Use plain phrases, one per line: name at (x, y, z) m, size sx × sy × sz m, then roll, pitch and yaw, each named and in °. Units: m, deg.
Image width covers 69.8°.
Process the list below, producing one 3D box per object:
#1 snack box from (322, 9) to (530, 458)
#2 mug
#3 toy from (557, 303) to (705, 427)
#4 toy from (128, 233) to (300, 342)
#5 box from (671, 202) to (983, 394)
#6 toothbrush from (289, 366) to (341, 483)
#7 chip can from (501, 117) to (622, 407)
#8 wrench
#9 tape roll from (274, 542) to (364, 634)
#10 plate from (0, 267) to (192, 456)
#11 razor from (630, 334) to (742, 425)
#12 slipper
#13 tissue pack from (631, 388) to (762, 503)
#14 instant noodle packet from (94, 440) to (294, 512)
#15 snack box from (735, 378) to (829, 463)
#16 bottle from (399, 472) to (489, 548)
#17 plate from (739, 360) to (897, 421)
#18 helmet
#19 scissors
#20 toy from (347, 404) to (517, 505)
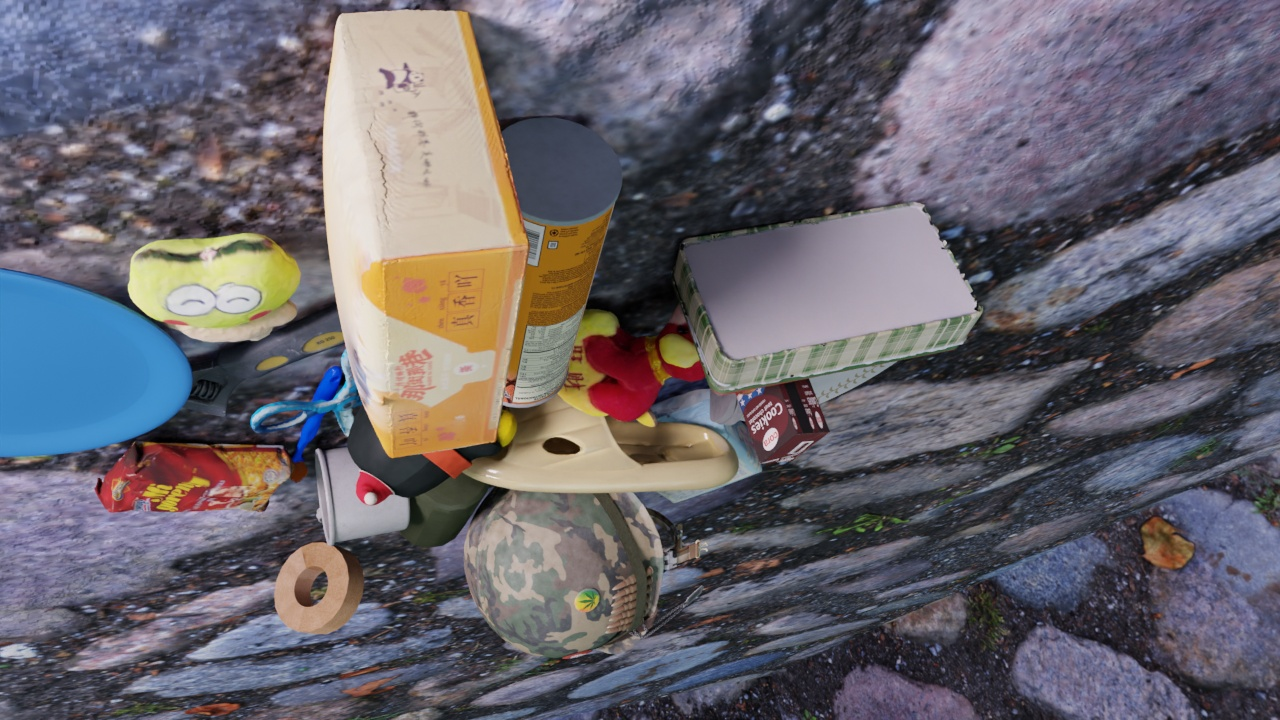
snack box at (-0.119, -0.054, 0.476) m, size 0.080 × 0.145 × 0.196 m, roll -8°, pitch 152°, yaw -18°
mug at (-0.249, 0.120, 0.813) m, size 0.070 × 0.084 × 0.113 m, roll -7°, pitch 159°, yaw -24°
toy at (-0.004, 0.004, 0.712) m, size 0.137 × 0.067 × 0.105 m, roll -12°, pitch 111°, yaw 12°
toy at (-0.248, -0.039, 0.545) m, size 0.092 × 0.046 × 0.115 m, roll -9°, pitch 161°, yaw -17°
box at (0.134, -0.048, 0.672) m, size 0.205 × 0.117 × 0.050 m, roll -12°, pitch 149°, yaw -14°
toothbrush at (-0.265, 0.055, 0.745) m, size 0.016 × 0.018 × 0.183 m, roll -14°, pitch 158°, yaw -38°
chip can at (-0.068, -0.051, 0.589) m, size 0.075 × 0.075 × 0.216 m, roll -8°, pitch 152°, yaw -18°
wrench at (-0.243, -0.011, 0.627) m, size 0.274 × 0.022 × 0.073 m, roll -21°, pitch 148°, yaw 10°
tape roll at (-0.344, 0.244, 0.983) m, size 0.094 × 0.094 × 0.027 m, roll -22°, pitch 153°, yaw 11°
plate at (-0.392, 0.000, 0.549) m, size 0.224 × 0.024 × 0.225 m, roll -9°, pitch 152°, yaw -5°
razor at (0.030, -0.001, 0.767) m, size 0.116 × 0.088 × 0.047 m, roll 15°, pitch 144°, yaw -16°
slipper at (-0.037, 0.060, 0.787) m, size 0.261 × 0.111 × 0.079 m, roll 5°, pitch 116°, yaw -12°
tissue pack at (0.053, 0.090, 0.946) m, size 0.112 × 0.070 × 0.182 m, roll -23°, pitch 155°, yaw 12°
instant noodle packet at (-0.362, 0.098, 0.752) m, size 0.135 × 0.039 × 0.099 m, roll 8°, pitch 151°, yaw -42°
snack box at (0.098, 0.006, 0.723) m, size 0.031 × 0.140 × 0.051 m, roll 0°, pitch 149°, yaw -30°
bottle at (-0.197, 0.137, 0.880) m, size 0.071 × 0.071 × 0.207 m, roll -5°, pitch 158°, yaw -23°
plate at (0.185, -0.014, 0.852) m, size 0.242 × 0.016 × 0.243 m, roll -21°, pitch 156°, yaw -10°
helmet at (-0.058, 0.191, 0.917) m, size 0.235 × 0.224 × 0.193 m, roll -34°, pitch -150°, yaw -33°
scissors at (-0.235, 0.032, 0.696) m, size 0.134 × 0.012 × 0.134 m, roll -26°, pitch 161°, yaw -27°
toy at (-0.171, 0.056, 0.693) m, size 0.119 × 0.097 × 0.100 m, roll -49°, pitch 142°, yaw -9°
